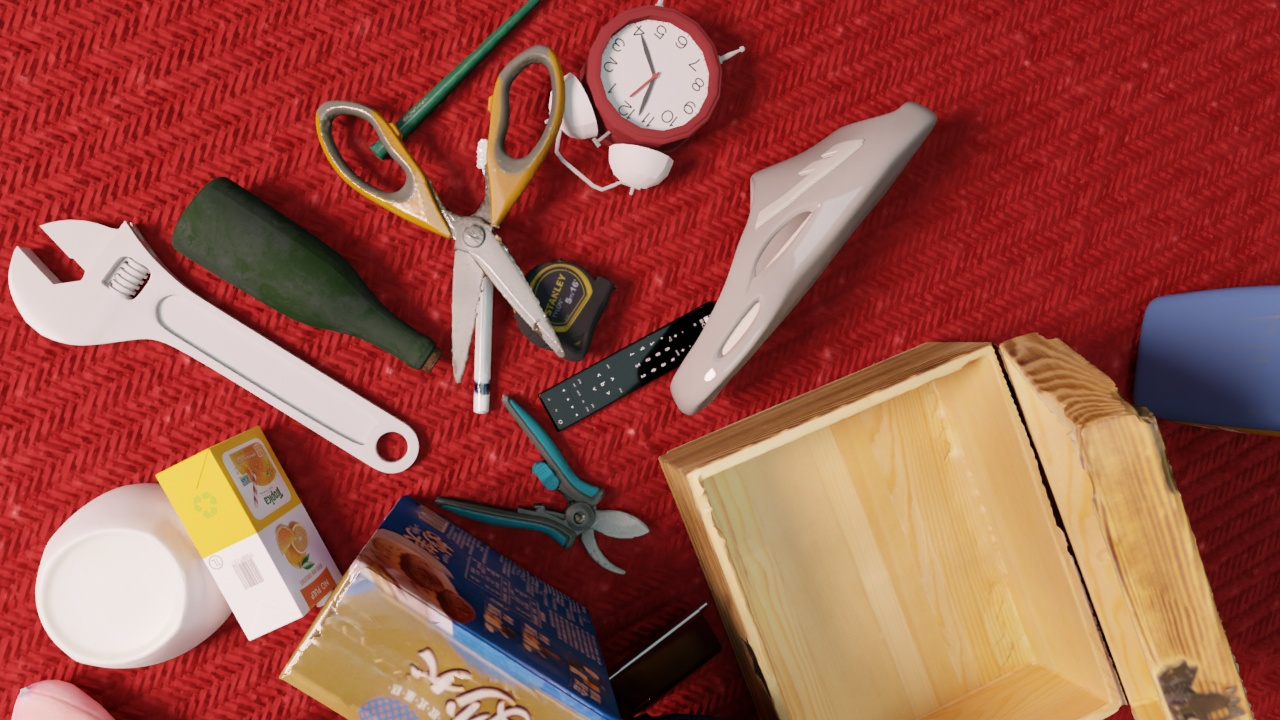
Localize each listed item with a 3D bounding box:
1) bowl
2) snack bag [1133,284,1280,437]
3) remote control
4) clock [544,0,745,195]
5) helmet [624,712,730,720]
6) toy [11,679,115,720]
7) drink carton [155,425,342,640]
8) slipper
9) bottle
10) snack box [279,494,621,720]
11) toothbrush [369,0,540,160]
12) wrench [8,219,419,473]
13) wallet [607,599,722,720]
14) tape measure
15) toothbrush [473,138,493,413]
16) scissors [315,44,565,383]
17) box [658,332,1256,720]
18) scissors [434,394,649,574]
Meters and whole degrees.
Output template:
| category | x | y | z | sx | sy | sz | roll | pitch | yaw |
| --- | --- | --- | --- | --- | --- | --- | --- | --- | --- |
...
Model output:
| category | x | y | z | sx | sy | sz | roll | pitch | yaw |
| --- | --- | --- | --- | --- | --- | --- | --- | --- | --- |
| bowl | -0.313 | 0.137 | 0.566 | 0.116 | 0.066 | 0.116 | 0 | 91 | -10 |
| snack bag | 0.499 | 0.010 | 0.661 | 0.205 | 0.159 | 0.102 | 9 | 89 | -12 |
| remote control | -0.004 | 0.004 | 0.646 | 0.140 | 0.009 | 0.030 | -29 | 96 | -8 |
| clock | -0.001 | -0.179 | 0.622 | 0.096 | 0.048 | 0.137 | 39 | 84 | -9 |
| helmet | 0.044 | 0.326 | 0.519 | 0.223 | 0.232 | 0.272 | -24 | 118 | 10 |
| toy | -0.304 | 0.293 | 0.562 | 0.191 | 0.097 | 0.236 | -38 | 90 | -15 |
| drink carton | -0.241 | 0.109 | 0.577 | 0.040 | 0.058 | 0.122 | -25 | 96 | 10 |
| slipper | 0.091 | -0.085 | 0.619 | 0.080 | 0.113 | 0.265 | 38 | 84 | 10 |
| bottle | -0.205 | -0.046 | 0.587 | 0.174 | 0.055 | 0.055 | 34 | 85 | -13 |
| snack box | -0.102 | 0.160 | 0.532 | 0.155 | 0.203 | 0.069 | 35 | 86 | -7 |
| toothbrush | -0.113 | -0.207 | 0.617 | 0.017 | 0.016 | 0.189 | 44 | 84 | -11 |
| wrench | -0.271 | 0.002 | 0.595 | 0.273 | 0.018 | 0.086 | 35 | 86 | -10 |
| wallet | 0.012 | 0.200 | 0.606 | 0.091 | 0.116 | 0.018 | -35 | 64 | -7 |
| tape measure | -0.056 | -0.037 | 0.623 | 0.061 | 0.034 | 0.061 | 28 | 75 | -14 |
| toothbrush | -0.107 | -0.057 | 0.622 | 0.012 | 0.017 | 0.187 | 3 | 92 | 21 |
| scissors | -0.103 | -0.105 | 0.592 | 0.216 | 0.016 | 0.225 | -41 | 91 | 2 |
| box | 0.218 | 0.144 | 0.538 | 0.283 | 0.324 | 0.279 | -22 | 94 | -11 |
| scissors | -0.072 | 0.096 | 0.632 | 0.124 | 0.019 | 0.154 | -26 | 95 | -8 |
